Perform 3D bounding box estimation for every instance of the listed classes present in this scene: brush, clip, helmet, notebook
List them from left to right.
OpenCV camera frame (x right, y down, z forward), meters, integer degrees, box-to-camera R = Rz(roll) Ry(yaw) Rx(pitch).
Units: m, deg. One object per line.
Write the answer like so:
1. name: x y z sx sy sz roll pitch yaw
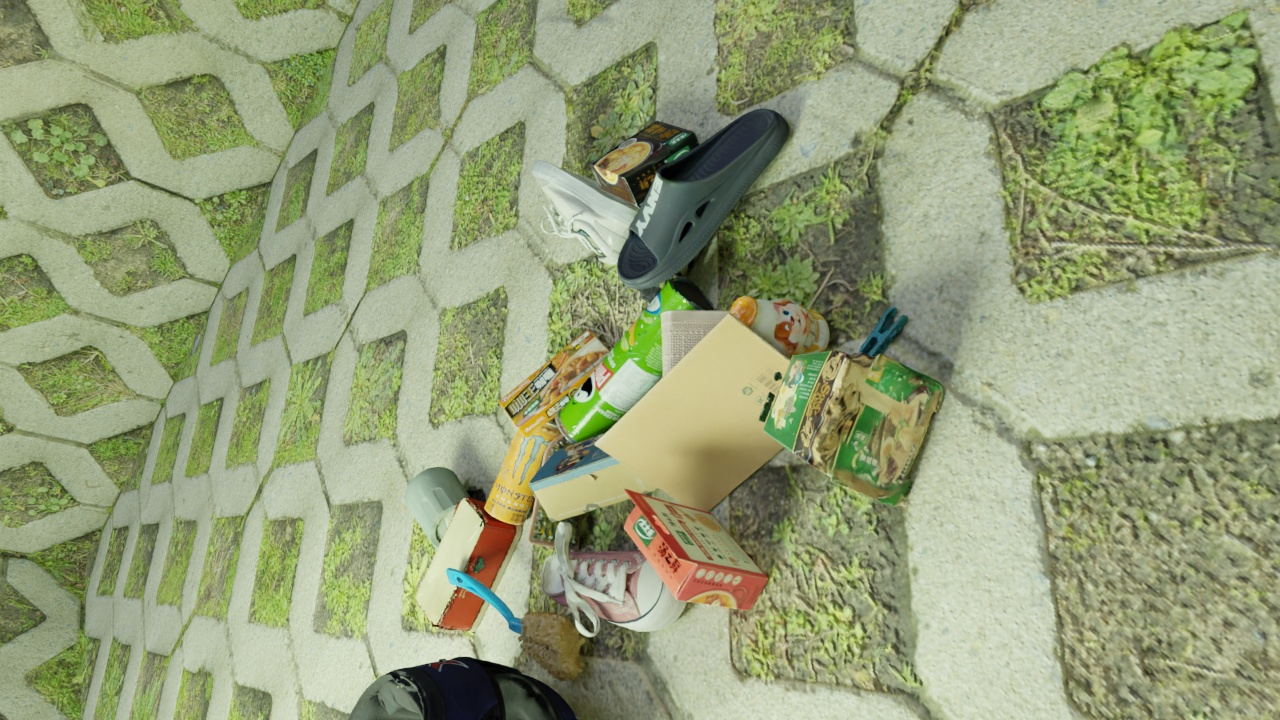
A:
1. helmet: -0.169 0.432 0.951 0.317 0.240 0.246 -38 45 48
2. brush: -0.157 0.308 1.114 0.255 0.045 0.083 18 128 42
3. brush: -0.099 0.161 1.149 0.073 0.063 0.145 126 153 -69
4. notebook: 0.074 0.061 0.919 0.208 0.148 0.008 -45 19 28
5. clip: 0.230 -0.025 0.871 0.056 0.014 0.043 -54 40 16

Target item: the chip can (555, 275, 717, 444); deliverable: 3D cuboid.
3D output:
1. chip can: -0.006 0.006 1.095 0.236 0.072 0.072 -49 42 23

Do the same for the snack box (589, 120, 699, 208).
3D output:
1. snack box: 0.014 -0.247 1.165 0.113 0.053 0.126 -36 33 -12

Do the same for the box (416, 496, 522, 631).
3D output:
1. box: -0.242 0.275 1.249 0.091 0.080 0.168 33 99 51

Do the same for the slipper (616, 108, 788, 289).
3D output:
1. slipper: 0.054 -0.203 1.059 0.268 0.083 0.110 -48 35 0

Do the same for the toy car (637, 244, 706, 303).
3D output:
1. toy car: 0.048 -0.139 1.117 0.070 0.042 0.158 34 94 52

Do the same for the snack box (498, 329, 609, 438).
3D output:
1. snack box: -0.106 0.029 1.190 0.153 0.026 0.075 -39 40 -5

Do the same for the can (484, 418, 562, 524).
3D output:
1. can: -0.154 0.143 1.221 0.058 0.058 0.146 27 95 52

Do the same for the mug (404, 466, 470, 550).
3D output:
1. mug: -0.285 0.232 1.333 0.103 0.083 0.124 38 130 50

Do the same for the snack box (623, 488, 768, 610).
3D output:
1. snack box: 0.045 0.188 0.905 0.044 0.127 0.113 -59 38 12

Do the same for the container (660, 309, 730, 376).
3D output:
1. container: 0.066 0.014 0.973 0.090 0.090 0.110 1 73 5

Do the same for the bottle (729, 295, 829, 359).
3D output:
1. bottle: 0.136 -0.031 0.909 0.063 0.108 0.063 -24 57 43

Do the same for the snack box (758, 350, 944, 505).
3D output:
1. snack box: 0.183 0.050 0.829 0.106 0.117 0.118 19 86 64

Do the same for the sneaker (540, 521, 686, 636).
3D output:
1. sneaker: -0.048 0.246 1.022 0.242 0.087 0.118 -8 67 49

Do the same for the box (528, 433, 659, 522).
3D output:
1. box: -0.033 0.120 1.037 0.185 0.059 0.089 -24 15 27

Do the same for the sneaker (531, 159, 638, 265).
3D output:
1. sneaker: -0.084 -0.206 1.281 0.242 0.089 0.091 40 109 44
